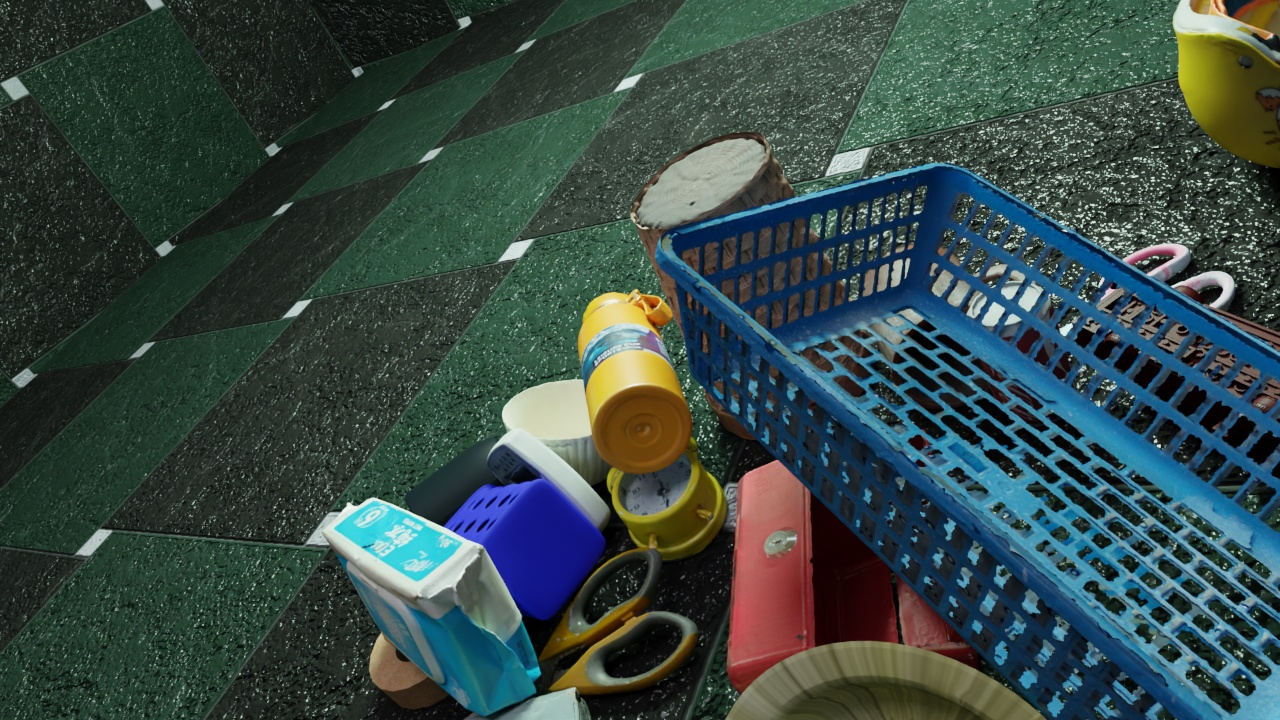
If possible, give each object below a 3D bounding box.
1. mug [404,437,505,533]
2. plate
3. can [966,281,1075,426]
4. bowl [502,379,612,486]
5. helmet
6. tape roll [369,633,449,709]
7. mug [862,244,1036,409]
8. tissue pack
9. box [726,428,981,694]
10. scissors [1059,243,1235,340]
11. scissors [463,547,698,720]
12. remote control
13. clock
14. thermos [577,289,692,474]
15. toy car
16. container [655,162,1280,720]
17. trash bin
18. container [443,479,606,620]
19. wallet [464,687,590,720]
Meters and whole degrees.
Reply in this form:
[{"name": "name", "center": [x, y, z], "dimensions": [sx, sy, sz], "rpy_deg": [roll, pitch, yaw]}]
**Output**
[{"name": "mug", "center": [-0.136, 0.137, 0.812], "dimensions": [0.094, 0.085, 0.121], "rpy_deg": [-37, 60, -7]}, {"name": "plate", "center": [0.124, 0.215, 0.424], "dimensions": [0.185, 0.184, 0.036], "rpy_deg": [-12, -1, 29]}, {"name": "can", "center": [0.261, -0.003, 0.627], "dimensions": [0.054, 0.096, 0.054], "rpy_deg": [-23, 33, 16]}, {"name": "bowl", "center": [-0.063, 0.069, 0.820], "dimensions": [0.115, 0.062, 0.115], "rpy_deg": [-3, 24, 1]}, {"name": "helmet", "center": [0.518, -0.217, 0.662], "dimensions": [0.240, 0.140, 0.208], "rpy_deg": [8, 49, 30]}, {"name": "tape roll", "center": [-0.174, 0.235, 0.750], "dimensions": [0.094, 0.027, 0.093], "rpy_deg": [-23, 33, 16]}, {"name": "mug", "center": [0.236, -0.037, 0.698], "dimensions": [0.123, 0.096, 0.110], "rpy_deg": [-31, 35, 16]}, {"name": "tissue pack", "center": [-0.160, 0.172, 0.674], "dimensions": [0.065, 0.117, 0.210], "rpy_deg": [-34, 26, -30]}, {"name": "box", "center": [0.120, 0.142, 0.525], "dimensions": [0.127, 0.137, 0.157], "rpy_deg": [-13, 34, 15]}, {"name": "scissors", "center": [0.339, -0.024, 0.668], "dimensions": [0.178, 0.016, 0.101], "rpy_deg": [-31, 32, 1]}, {"name": "scissors", "center": [-0.058, 0.232, 0.657], "dimensions": [0.229, 0.016, 0.114], "rpy_deg": [-40, 49, 4]}, {"name": "remote control", "center": [-0.076, 0.106, 0.763], "dimensions": [0.028, 0.114, 0.060], "rpy_deg": [-49, 4, -41]}, {"name": "clock", "center": [0.018, 0.103, 0.731], "dimensions": [0.083, 0.057, 0.118], "rpy_deg": [-31, 38, 4]}, {"name": "thermos", "center": [-0.005, 0.005, 0.778], "dimensions": [0.091, 0.076, 0.232], "rpy_deg": [-18, 24, 1]}, {"name": "toy car", "center": [0.354, 0.009, 0.562], "dimensions": [0.070, 0.062, 0.170], "rpy_deg": [-35, 32, -4]}, {"name": "container", "center": [0.200, 0.037, 0.463], "dimensions": [0.256, 0.089, 0.362], "rpy_deg": [-19, 47, -32]}, {"name": "trash bin", "center": [0.086, -0.058, 0.749], "dimensions": [0.151, 0.210, 0.151], "rpy_deg": [-23, 33, 16]}, {"name": "container", "center": [-0.097, 0.147, 0.715], "dimensions": [0.084, 0.085, 0.114], "rpy_deg": [-50, 15, -28]}, {"name": "wallet", "center": [-0.089, 0.279, 0.594], "dimensions": [0.132, 0.054, 0.100], "rpy_deg": [-23, 41, 11]}]
